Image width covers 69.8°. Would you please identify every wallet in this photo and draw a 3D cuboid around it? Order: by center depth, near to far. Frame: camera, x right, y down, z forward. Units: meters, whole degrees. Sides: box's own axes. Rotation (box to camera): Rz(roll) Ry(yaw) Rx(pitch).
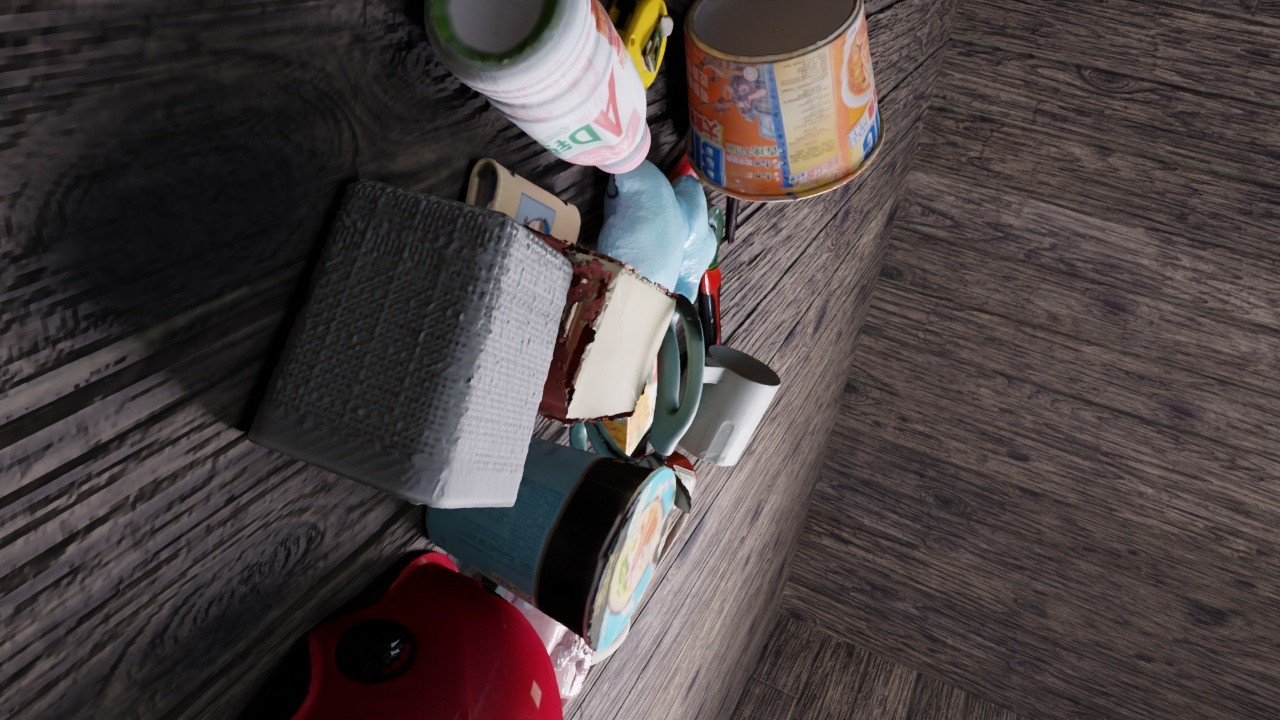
[{"bbox_3d":[-0.070,-0.055,0.502,0.115,0.024,0.087,7,97,-75],"label":"wallet"}]

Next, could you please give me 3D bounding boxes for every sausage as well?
[{"bbox_3d":[0.055,-0.177,0.750,0.155,0.020,0.020,-56,157,-39],"label":"sausage"}]

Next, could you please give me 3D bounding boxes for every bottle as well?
[{"bbox_3d":[-0.036,-0.136,0.451,0.197,0.068,0.068,15,94,-77],"label":"bottle"},{"bbox_3d":[-0.002,0.118,0.831,0.205,0.060,0.060,0,108,-71],"label":"bottle"}]

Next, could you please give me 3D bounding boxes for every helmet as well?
[{"bbox_3d":[-0.109,0.230,0.494,0.239,0.144,0.207,-55,155,-43],"label":"helmet"}]

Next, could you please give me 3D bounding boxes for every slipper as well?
[{"bbox_3d":[-0.079,0.220,0.657,0.274,0.054,0.114,-59,146,-12],"label":"slipper"}]

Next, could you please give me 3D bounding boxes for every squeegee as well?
[{"bbox_3d":[-0.052,0.254,0.811,0.247,0.039,0.246,-60,158,14],"label":"squeegee"}]

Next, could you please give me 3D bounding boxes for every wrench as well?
[{"bbox_3d":[0.070,-0.063,0.925,0.056,0.016,0.274,-58,159,-25],"label":"wrench"}]

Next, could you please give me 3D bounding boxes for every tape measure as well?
[{"bbox_3d":[-0.001,-0.191,0.550,0.060,0.029,0.057,51,60,-70],"label":"tape measure"}]

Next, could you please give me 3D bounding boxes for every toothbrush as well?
[{"bbox_3d":[0.090,-0.173,0.873,0.181,0.018,0.015,87,21,-55],"label":"toothbrush"}]

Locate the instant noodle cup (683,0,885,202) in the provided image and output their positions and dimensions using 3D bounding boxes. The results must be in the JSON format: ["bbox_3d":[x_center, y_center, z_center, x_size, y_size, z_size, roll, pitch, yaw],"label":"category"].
[{"bbox_3d":[0.098,-0.205,0.660,0.151,0.151,0.111,-60,152,-30],"label":"instant noodle cup"}]

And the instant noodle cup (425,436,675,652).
[{"bbox_3d":[-0.056,0.094,0.538,0.111,0.120,0.111,-54,155,-40],"label":"instant noodle cup"}]

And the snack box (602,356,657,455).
[{"bbox_3d":[-0.004,0.004,0.753,0.076,0.027,0.156,-55,157,-44],"label":"snack box"}]

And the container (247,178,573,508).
[{"bbox_3d":[-0.089,-0.006,0.387,0.090,0.090,0.114,29,78,-73],"label":"container"}]

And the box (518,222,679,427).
[{"bbox_3d":[-0.026,-0.015,0.504,0.168,0.079,0.091,8,103,-78],"label":"box"}]

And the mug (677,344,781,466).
[{"bbox_3d":[0.074,0.046,0.952,0.123,0.083,0.103,4,119,-44],"label":"mug"}]

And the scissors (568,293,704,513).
[{"bbox_3d":[-0.002,0.034,0.623,0.019,0.174,0.170,8,99,-30],"label":"scissors"}]

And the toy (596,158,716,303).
[{"bbox_3d":[0.011,-0.084,0.654,0.155,0.050,0.161,-59,148,-39],"label":"toy"}]
